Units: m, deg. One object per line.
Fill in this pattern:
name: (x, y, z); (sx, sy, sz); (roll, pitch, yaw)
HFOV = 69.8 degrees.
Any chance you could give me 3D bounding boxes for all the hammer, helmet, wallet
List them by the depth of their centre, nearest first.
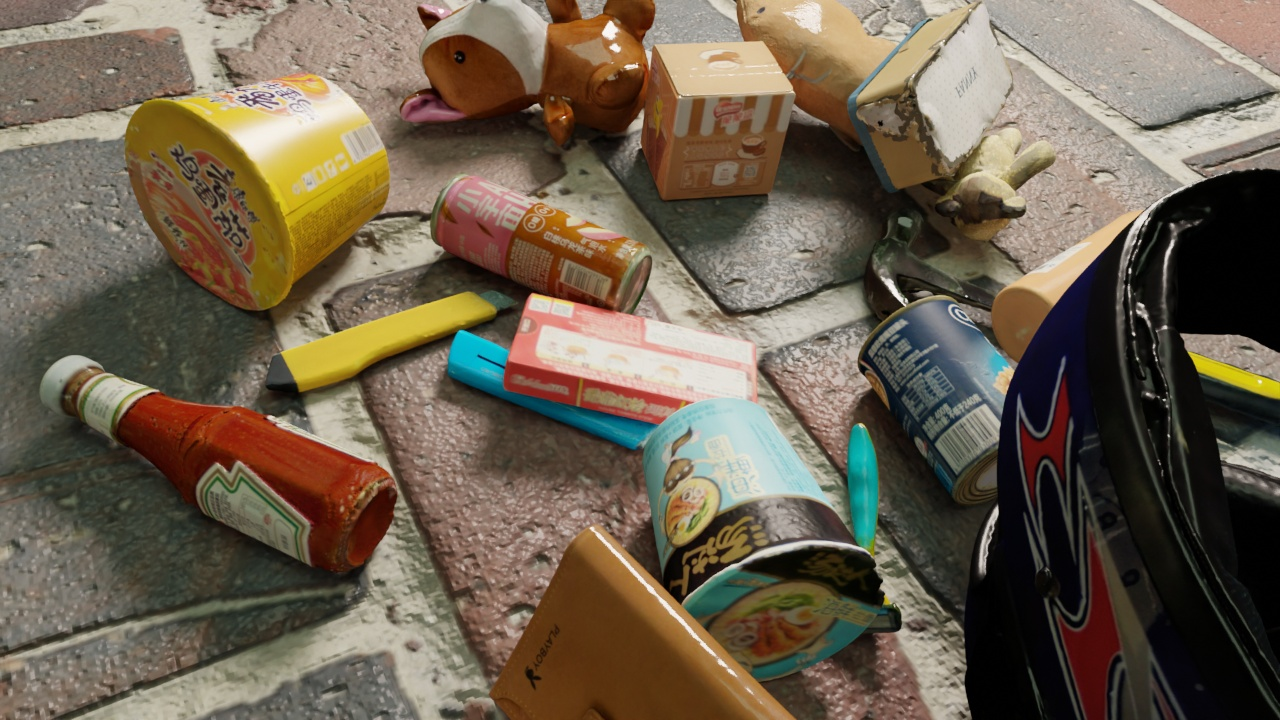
helmet: (0.251, 0.113, 0.373); (0.247, 0.241, 0.315); (-6, 59, -8)
wallet: (-0.003, 0.154, 0.405); (0.132, 0.108, 0.031); (40, 21, 31)
hammer: (0.315, -0.014, 0.645); (0.323, 0.032, 0.125); (22, 49, 11)

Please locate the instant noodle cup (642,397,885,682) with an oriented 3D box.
instant noodle cup: (0.050, 0.086, 0.476); (0.111, 0.111, 0.120); (-6, 42, -14)

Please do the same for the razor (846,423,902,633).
razor: (0.126, 0.093, 0.523); (0.043, 0.028, 0.132); (-11, 46, 24)

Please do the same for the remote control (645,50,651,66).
remote control: (0.023, -0.251, 0.823); (0.135, 0.019, 0.056); (17, 48, 7)

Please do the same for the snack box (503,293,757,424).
snack box: (-0.003, 0.003, 0.572); (0.153, 0.026, 0.075); (12, 38, -4)

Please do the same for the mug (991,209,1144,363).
mug: (0.294, -0.043, 0.597); (0.122, 0.078, 0.078); (-23, 55, -21)

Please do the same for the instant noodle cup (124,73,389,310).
instant noodle cup: (-0.241, -0.119, 0.599); (0.138, 0.138, 0.109); (26, 42, 15)

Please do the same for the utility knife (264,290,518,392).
utility knife: (-0.157, -0.014, 0.589); (0.169, 0.015, 0.033); (-22, 60, -26)

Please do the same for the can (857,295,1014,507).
can: (0.194, 0.025, 0.562); (0.075, 0.075, 0.111); (-13, 52, -19)

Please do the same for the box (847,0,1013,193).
box: (0.234, -0.212, 0.721); (0.060, 0.090, 0.183); (-10, 28, 45)

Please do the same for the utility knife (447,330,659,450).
utility knife: (-0.032, 0.030, 0.566); (0.198, 0.018, 0.034); (22, 48, 10)

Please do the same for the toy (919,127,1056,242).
toy: (0.276, -0.148, 0.737); (0.105, 0.066, 0.156); (2, 33, 24)

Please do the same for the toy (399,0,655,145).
toy: (-0.091, -0.245, 0.743); (0.200, 0.131, 0.140); (3, 60, 6)

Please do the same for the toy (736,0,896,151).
toy: (0.141, -0.266, 0.773); (0.226, 0.083, 0.143); (34, 35, -9)

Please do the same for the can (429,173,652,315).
can: (-0.068, -0.077, 0.629); (0.147, 0.058, 0.057); (24, 50, 13)

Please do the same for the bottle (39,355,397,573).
bottle: (-0.231, 0.049, 0.495); (0.206, 0.060, 0.059); (22, 49, 12)

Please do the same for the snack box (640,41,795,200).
snack box: (0.057, -0.189, 0.722); (0.092, 0.095, 0.077); (-6, 49, -13)
